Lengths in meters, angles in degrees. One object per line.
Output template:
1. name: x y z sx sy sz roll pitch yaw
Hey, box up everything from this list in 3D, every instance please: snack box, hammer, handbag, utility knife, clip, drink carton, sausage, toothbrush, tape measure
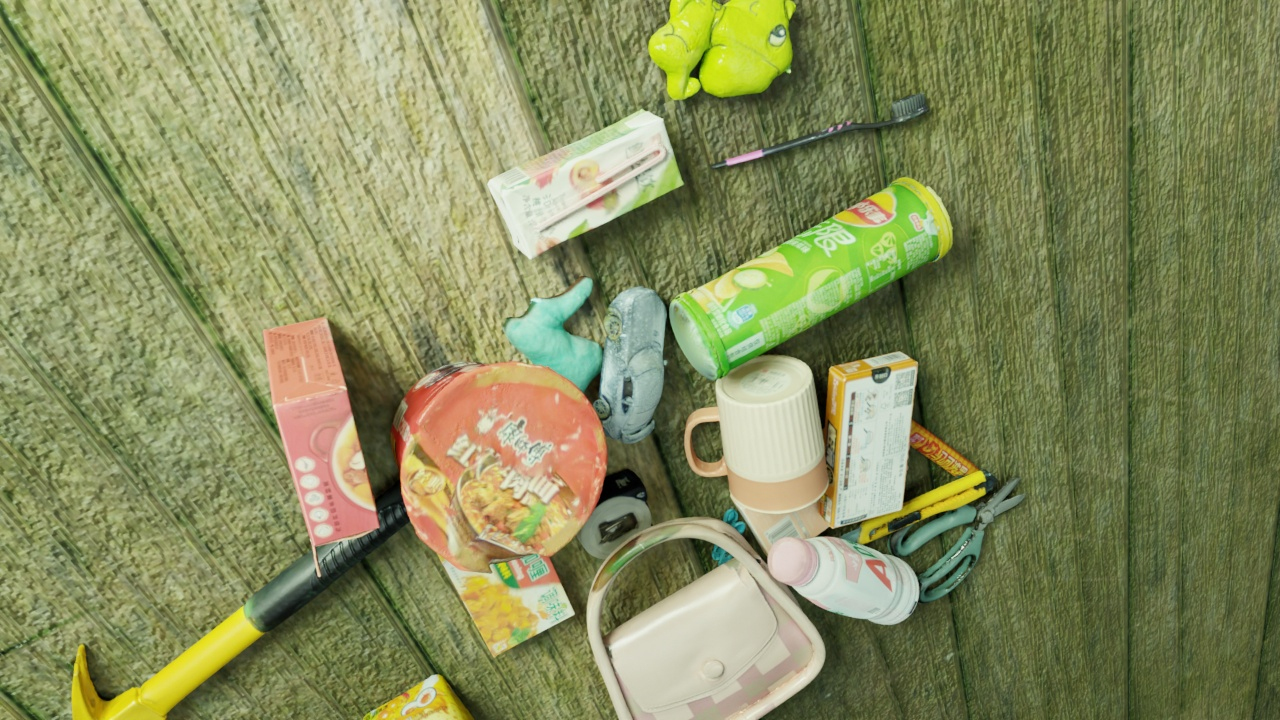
1. snack box: -0.114 0.165 0.741 0.077 0.027 0.156 -26 123 -12
2. hammer: -0.281 0.188 0.675 0.300 0.033 0.129 -38 125 -2
3. snack box: -0.204 0.053 0.591 0.044 0.113 0.127 -14 120 -19
4. handbag: 0.041 0.228 0.802 0.193 0.093 0.234 -31 122 -4
5. snack box: 0.198 0.071 0.801 0.075 0.026 0.154 -11 117 -18
6. utility knife: 0.252 0.157 0.896 0.216 0.015 0.033 -23 126 -3
7. clip: 0.079 0.162 0.832 0.014 0.047 0.057 4 115 -27
8. snack box: 0.165 0.111 0.839 0.157 0.026 0.084 -35 123 -5
9. drink carton: -0.035 -0.119 0.620 0.122 0.045 0.053 -27 122 -10
10. sausage: 0.285 0.086 0.883 0.165 0.021 0.021 31 100 -33
11. toothbrush: 0.137 -0.172 0.690 0.189 0.014 0.018 -18 111 -14
12. tape measure: -0.023 0.131 0.761 0.066 0.033 0.066 -23 121 -13

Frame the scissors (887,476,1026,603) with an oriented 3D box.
1. scissors: 0.322 0.171 0.946 0.171 0.019 0.177 34 100 -33

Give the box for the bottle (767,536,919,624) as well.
1. bottle: 0.188 0.200 0.849 0.196 0.068 0.068 26 103 -45

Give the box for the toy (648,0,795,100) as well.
1. toy: 0.058 -0.214 0.622 0.100 0.031 0.097 24 103 -27

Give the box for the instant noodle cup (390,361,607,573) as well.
1. instant noodle cup: -0.106 0.060 0.628 0.137 0.109 0.138 -5 101 -26

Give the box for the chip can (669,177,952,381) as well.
1. chip can: 0.128 -0.063 0.707 0.221 0.072 0.073 -28 123 -9

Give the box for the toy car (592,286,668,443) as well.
1. toy car: -0.004 0.004 0.692 0.054 0.037 0.121 -21 123 -48

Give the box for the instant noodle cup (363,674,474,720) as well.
1. instant noodle cup: -0.169 0.337 0.746 0.116 0.123 0.116 -29 124 -9

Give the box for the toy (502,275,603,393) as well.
1. toy: -0.059 -0.013 0.674 0.096 0.030 0.092 -47 127 -3

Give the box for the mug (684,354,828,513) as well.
1. mug: 0.093 0.061 0.757 0.115 0.081 0.106 -6 120 12
